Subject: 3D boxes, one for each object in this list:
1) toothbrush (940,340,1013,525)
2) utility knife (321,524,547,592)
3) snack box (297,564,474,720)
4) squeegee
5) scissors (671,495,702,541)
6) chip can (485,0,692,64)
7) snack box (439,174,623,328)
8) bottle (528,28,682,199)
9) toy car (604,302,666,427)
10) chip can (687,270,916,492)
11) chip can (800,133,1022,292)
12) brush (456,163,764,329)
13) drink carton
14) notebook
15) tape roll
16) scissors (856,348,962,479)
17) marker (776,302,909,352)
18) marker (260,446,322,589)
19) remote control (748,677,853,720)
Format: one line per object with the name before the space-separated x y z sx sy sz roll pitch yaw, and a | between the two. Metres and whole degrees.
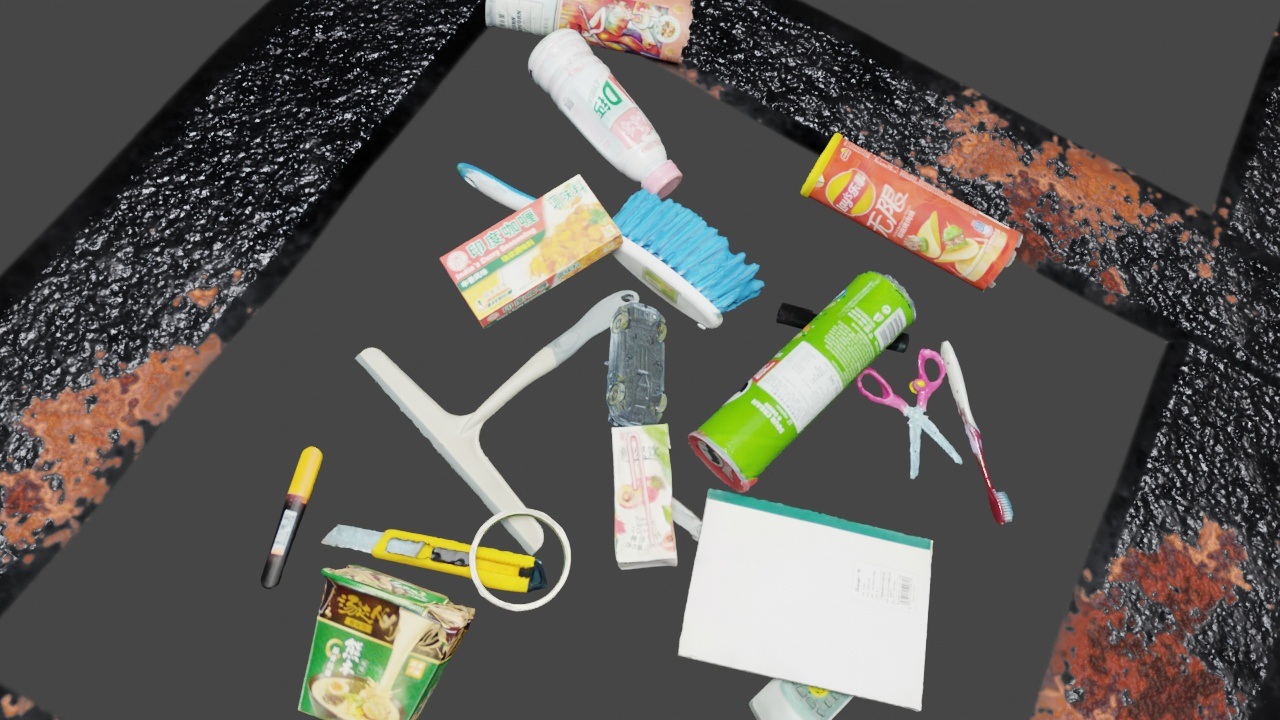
toothbrush | 0.325 0.067 0.890 0.017 0.016 0.187 -5 70 -18
utility knife | -0.175 0.169 0.788 0.197 0.015 0.033 12 68 -3
snack box | -0.204 0.229 0.717 0.117 0.118 0.105 20 78 1
squeegee | -0.090 0.005 0.850 0.246 0.039 0.246 -40 79 -19
scissors | 0.051 0.160 0.821 0.173 0.014 0.140 5 67 -5
chip can | -0.053 -0.373 0.982 0.214 0.071 0.071 10 68 -4
snack box | -0.101 -0.103 0.862 0.155 0.027 0.077 -33 72 -6
bottle | -0.034 -0.248 0.941 0.068 0.068 0.197 -36 81 -18
toy car | -0.005 0.005 0.856 0.054 0.037 0.120 14 69 -29
chip can | 0.151 0.016 0.844 0.235 0.072 0.072 -42 79 -13
chip can | 0.275 -0.152 0.937 0.216 0.073 0.073 29 68 4
brush | -0.032 -0.134 0.906 0.314 0.061 0.109 39 73 11
drink carton | 0.003 0.118 0.807 0.053 0.045 0.122 -3 70 1
notebook | 0.147 0.204 0.797 0.209 0.012 0.150 13 65 0
tape roll | -0.103 0.169 0.781 0.085 0.014 0.085 3 72 -8
scissors | 0.260 0.048 0.890 0.124 0.017 0.133 11 72 -5
marker | 0.201 -0.032 0.910 0.132 0.020 0.022 13 58 -1
marker | -0.299 0.134 0.788 0.018 0.015 0.123 13 71 0
remote control | 0.157 0.272 0.787 0.135 0.019 0.056 -37 78 -18
